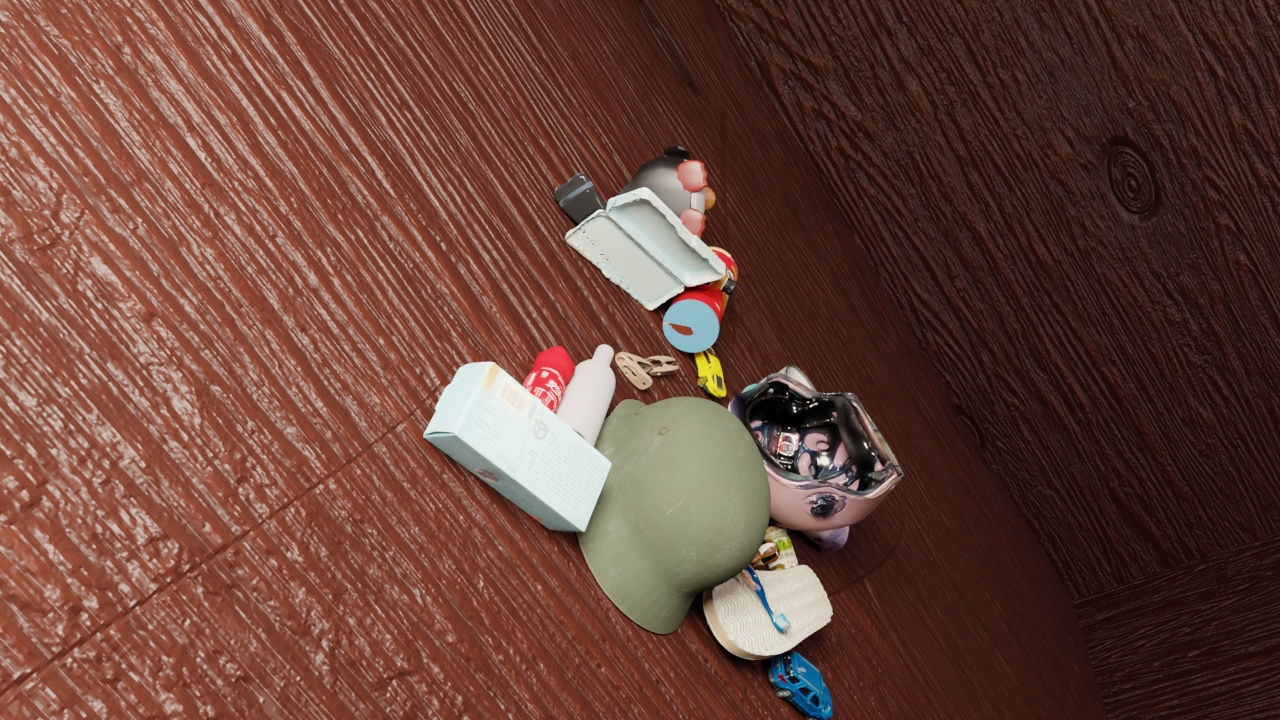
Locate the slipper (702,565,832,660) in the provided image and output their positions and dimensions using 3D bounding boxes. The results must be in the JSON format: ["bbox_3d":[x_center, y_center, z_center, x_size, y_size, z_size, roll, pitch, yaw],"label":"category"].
[{"bbox_3d":[0.150,0.298,1.106,0.262,0.052,0.115,8,51,-53],"label":"slipper"}]

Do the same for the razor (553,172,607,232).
[{"bbox_3d":[-0.059,-0.195,1.240,0.140,0.053,0.063,45,20,-38],"label":"razor"}]

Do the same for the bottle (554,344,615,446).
[{"bbox_3d":[-0.058,0.038,0.986,0.052,0.053,0.194,53,25,-19],"label":"bottle"}]

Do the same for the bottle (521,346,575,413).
[{"bbox_3d":[-0.099,0.033,0.923,0.042,0.042,0.141,53,26,-19],"label":"bottle"}]

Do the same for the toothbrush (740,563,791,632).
[{"bbox_3d":[0.129,0.253,1.051,0.135,0.017,0.021,55,34,6],"label":"toothbrush"}]

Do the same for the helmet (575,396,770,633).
[{"bbox_3d":[0.053,0.134,0.977,0.227,0.154,0.267,45,28,-32],"label":"helmet"}]

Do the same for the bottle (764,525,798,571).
[{"bbox_3d":[0.195,0.279,1.238,0.043,0.043,0.111,26,42,-52],"label":"bottle"}]

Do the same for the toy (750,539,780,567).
[{"bbox_3d":[0.111,0.211,1.119,0.112,0.067,0.087,52,-5,-35],"label":"toy"}]

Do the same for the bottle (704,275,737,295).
[{"bbox_3d":[0.055,-0.147,1.308,0.181,0.059,0.059,30,28,-1],"label":"bottle"}]

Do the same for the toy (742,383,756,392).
[{"bbox_3d":[0.190,0.090,1.417,0.105,0.033,0.084,44,49,3],"label":"toy"}]

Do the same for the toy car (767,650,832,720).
[{"bbox_3d":[0.199,0.397,1.118,0.120,0.044,0.056,48,27,-29],"label":"toy car"}]

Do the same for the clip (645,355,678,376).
[{"bbox_3d":[0.029,0.010,1.225,0.061,0.026,0.049,42,32,-34],"label":"clip"}]

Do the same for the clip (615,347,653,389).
[{"bbox_3d":[-0.009,0.011,1.148,0.049,0.026,0.061,2,61,-61],"label":"clip"}]

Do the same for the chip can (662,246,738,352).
[{"bbox_3d":[0.093,-0.096,1.389,0.087,0.087,0.212,54,26,-16],"label":"chip can"}]

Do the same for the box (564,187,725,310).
[{"bbox_3d":[0.010,-0.146,1.214,0.197,0.136,0.044,37,39,-43],"label":"box"}]

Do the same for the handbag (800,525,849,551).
[{"bbox_3d":[0.259,0.212,1.417,0.158,0.069,0.126,39,47,-40],"label":"handbag"}]

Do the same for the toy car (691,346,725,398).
[{"bbox_3d":[0.100,0.008,1.359,0.049,0.030,0.106,26,40,-51],"label":"toy car"}]

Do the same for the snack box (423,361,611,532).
[{"bbox_3d":[-0.105,0.081,0.820,0.174,0.053,0.074,43,54,-33],"label":"snack box"}]

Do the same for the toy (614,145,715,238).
[{"bbox_3d":[0.044,-0.257,1.454,0.183,0.140,0.159,-46,139,-74],"label":"toy"}]

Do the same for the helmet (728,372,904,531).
[{"bbox_3d":[0.216,0.138,1.262,0.255,0.153,0.229,4,40,-29],"label":"helmet"}]

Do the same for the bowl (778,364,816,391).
[{"bbox_3d":[0.253,0.089,1.519,0.153,0.073,0.153,43,30,-34],"label":"bowl"}]
